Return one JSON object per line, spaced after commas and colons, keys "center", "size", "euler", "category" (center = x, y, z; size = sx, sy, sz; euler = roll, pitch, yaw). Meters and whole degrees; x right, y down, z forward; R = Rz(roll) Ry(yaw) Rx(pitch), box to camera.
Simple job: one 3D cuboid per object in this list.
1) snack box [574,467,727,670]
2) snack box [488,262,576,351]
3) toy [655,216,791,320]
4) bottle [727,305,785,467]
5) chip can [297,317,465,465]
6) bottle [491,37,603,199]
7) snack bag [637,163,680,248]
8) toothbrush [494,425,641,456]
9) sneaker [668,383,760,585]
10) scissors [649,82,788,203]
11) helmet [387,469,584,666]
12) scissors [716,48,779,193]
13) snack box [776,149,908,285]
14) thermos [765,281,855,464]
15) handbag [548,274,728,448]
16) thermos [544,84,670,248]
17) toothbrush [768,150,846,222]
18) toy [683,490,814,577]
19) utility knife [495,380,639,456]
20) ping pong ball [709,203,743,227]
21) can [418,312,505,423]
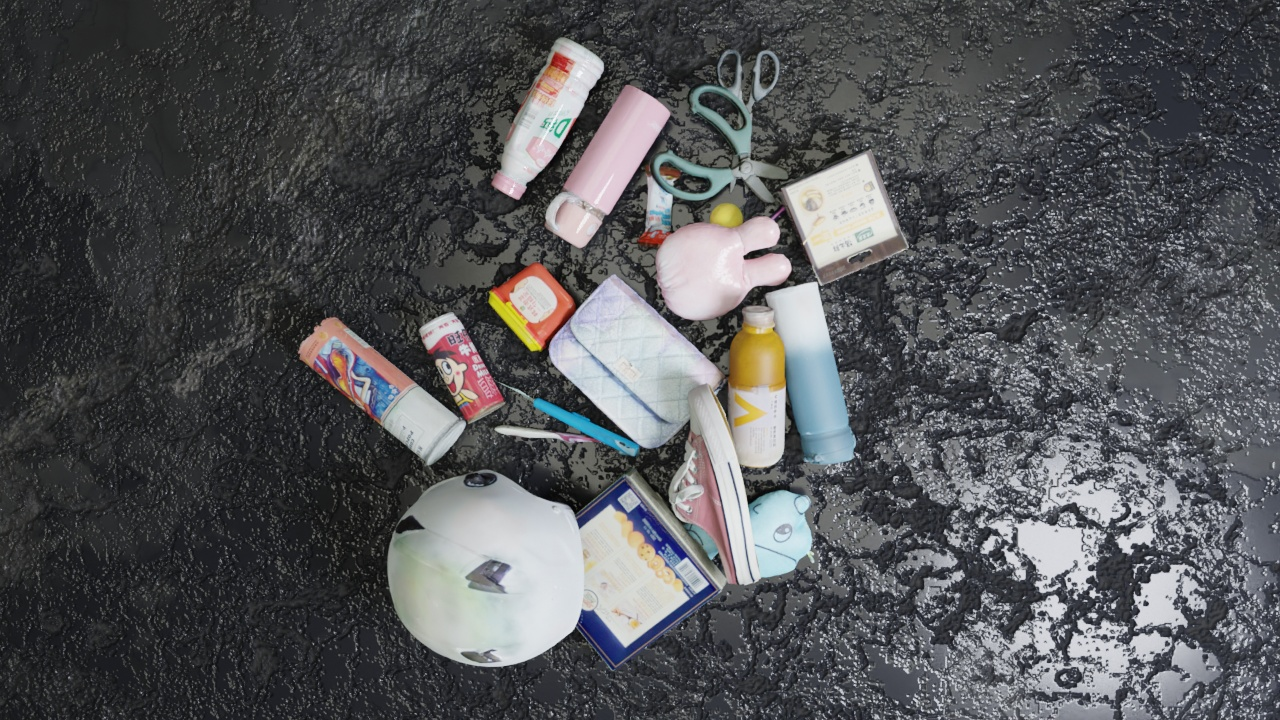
{"center": [-0.021, 0.256, 1.124], "size": [0.183, 0.045, 0.178], "euler": [-40, 87, 16], "category": "snack box"}
{"center": [-0.130, -0.067, 1.123], "size": [0.080, 0.082, 0.091], "euler": [-41, 87, -5], "category": "snack box"}
{"center": [0.097, -0.112, 1.100], "size": [0.160, 0.054, 0.121], "euler": [-15, 114, 13], "category": "toy"}
{"center": [0.137, 0.031, 1.085], "size": [0.068, 0.068, 0.190], "euler": [0, 107, 5], "category": "bottle"}
{"center": [-0.323, 0.037, 1.146], "size": [0.215, 0.071, 0.071], "euler": [39, 95, 4], "category": "chip can"}
{"center": [-0.118, -0.292, 1.123], "size": [0.068, 0.068, 0.197], "euler": [30, 98, 4], "category": "bottle"}
{"center": [0.023, -0.188, 1.130], "size": [0.048, 0.026, 0.104], "euler": [8, 93, -7], "category": "snack bag"}
{"center": [-0.092, 0.100, 1.156], "size": [0.187, 0.016, 0.017], "euler": [7, 102, 5], "category": "toothbrush"}
{"center": [0.075, 0.149, 1.054], "size": [0.088, 0.118, 0.241], "euler": [-12, 99, 4], "category": "sneaker"}
{"center": [0.102, -0.264, 1.111], "size": [0.175, 0.019, 0.176], "euler": [6, 92, -3], "category": "scissors"}
{"center": [-0.201, 0.258, 1.075], "size": [0.259, 0.145, 0.229], "euler": [15, 108, 19], "category": "helmet"}
{"center": [0.134, -0.297, 1.123], "size": [0.151, 0.014, 0.170], "euler": [-34, 89, 7], "category": "scissors"}
{"center": [0.239, -0.171, 1.091], "size": [0.113, 0.053, 0.125], "euler": [-23, 102, 6], "category": "snack box"}
{"center": [0.206, 0.017, 1.102], "size": [0.070, 0.070, 0.220], "euler": [-14, 91, 5], "category": "thermos"}
{"center": [-0.007, 0.007, 1.114], "size": [0.194, 0.075, 0.134], "euler": [42, 93, 2], "category": "handbag"}
{"center": [-0.047, -0.234, 1.106], "size": [0.067, 0.087, 0.198], "euler": [35, 94, 25], "category": "thermos"}
{"center": [0.179, -0.188, 1.124], "size": [0.189, 0.017, 0.014], "euler": [-43, 87, 9], "category": "toothbrush"}
{"center": [0.134, 0.215, 1.121], "size": [0.156, 0.049, 0.161], "euler": [33, 99, 6], "category": "toy"}
{"center": [-0.093, 0.069, 1.139], "size": [0.205, 0.034, 0.018], "euler": [25, 85, 12], "category": "utility knife"}
{"center": [0.105, -0.171, 1.115], "size": [0.040, 0.040, 0.040], "euler": [0, 92, 5], "category": "ping pong ball"}
{"center": [-0.223, 0.009, 1.145], "size": [0.053, 0.053, 0.132], "euler": [-29, 89, 5], "category": "can"}
